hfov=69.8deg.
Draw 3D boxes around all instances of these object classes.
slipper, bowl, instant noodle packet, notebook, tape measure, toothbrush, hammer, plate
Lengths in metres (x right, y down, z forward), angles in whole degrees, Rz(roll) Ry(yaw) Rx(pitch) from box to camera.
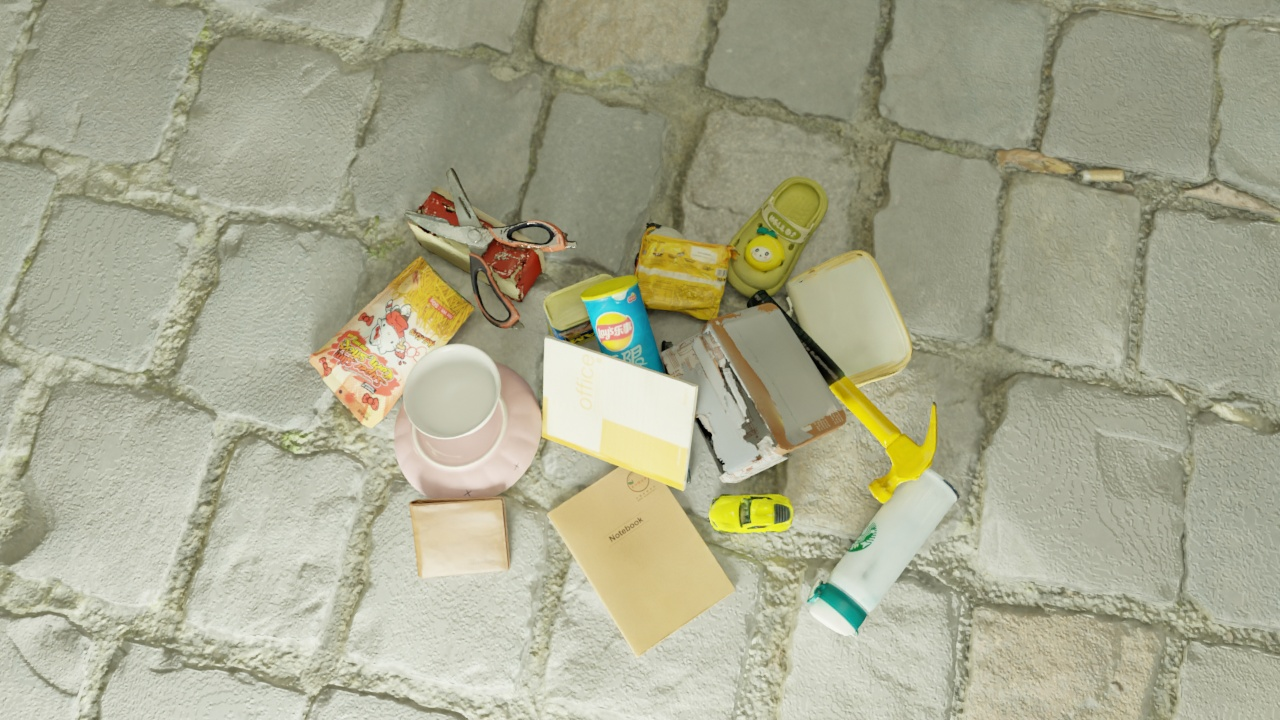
[{"bbox_3d":[0.179,-0.172,1.200,0.091,0.082,0.190,33,76,11],"label":"slipper"},{"bbox_3d":[-0.217,0.046,1.103,0.118,0.065,0.118,-3,68,8],"label":"bowl"},{"bbox_3d":[0.054,-0.108,1.178,0.128,0.044,0.111,11,109,-8],"label":"instant noodle packet"},{"bbox_3d":[-0.031,0.062,1.102,0.206,0.010,0.146,19,120,24],"label":"notebook"},{"bbox_3d":[0.030,-0.144,1.218,0.066,0.033,0.065,16,79,5],"label":"tape measure"},{"bbox_3d":[0.000,0.237,1.139,0.147,0.008,0.207,-33,78,-7],"label":"notebook"},{"bbox_3d":[0.049,0.064,1.178,0.016,0.014,0.189,-4,76,-25],"label":"toothbrush"},{"bbox_3d":[0.242,0.025,1.130,0.129,0.032,0.300,-46,72,11],"label":"hammer"},{"bbox_3d":[-0.221,0.082,1.147,0.192,0.039,0.192,-3,68,7],"label":"plate"}]

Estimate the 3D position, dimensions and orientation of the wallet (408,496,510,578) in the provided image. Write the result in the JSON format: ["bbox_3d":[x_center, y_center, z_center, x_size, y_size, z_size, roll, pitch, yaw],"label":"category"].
[{"bbox_3d":[-0.220,0.215,1.119,0.115,0.020,0.101,-4,107,-1],"label":"wallet"}]

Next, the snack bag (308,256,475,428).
[{"bbox_3d":[-0.320,-0.028,1.187,0.128,0.073,0.208,44,88,10],"label":"snack bag"}]

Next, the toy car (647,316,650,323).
[{"bbox_3d":[0.000,-0.017,1.182,0.036,0.043,0.091,-4,76,0],"label":"toy car"}]

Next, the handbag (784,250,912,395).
[{"bbox_3d":[0.242,-0.037,1.184,0.179,0.063,0.163,-22,76,11],"label":"handbag"}]

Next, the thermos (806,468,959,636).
[{"bbox_3d":[0.289,0.229,1.106,0.073,0.073,0.224,39,80,9],"label":"thermos"}]

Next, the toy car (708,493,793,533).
[{"bbox_3d":[0.137,0.189,1.136,0.105,0.032,0.048,-1,77,2],"label":"toy car"}]

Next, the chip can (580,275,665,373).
[{"bbox_3d":[-0.007,0.007,1.114,0.071,0.071,0.210,-19,106,-4],"label":"chip can"}]

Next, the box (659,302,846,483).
[{"bbox_3d":[0.139,0.031,1.097,0.166,0.150,0.182,-27,78,7],"label":"box"}]

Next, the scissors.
[{"bbox_3d":[-0.191,-0.138,1.137,0.225,0.015,0.189,10,84,2],"label":"scissors"}]

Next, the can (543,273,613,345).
[{"bbox_3d":[-0.071,-0.063,1.174,0.102,0.083,0.057,-22,77,-5],"label":"can"}]

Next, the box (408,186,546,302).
[{"bbox_3d":[-0.215,-0.143,1.192,0.168,0.091,0.078,30,76,8],"label":"box"}]
